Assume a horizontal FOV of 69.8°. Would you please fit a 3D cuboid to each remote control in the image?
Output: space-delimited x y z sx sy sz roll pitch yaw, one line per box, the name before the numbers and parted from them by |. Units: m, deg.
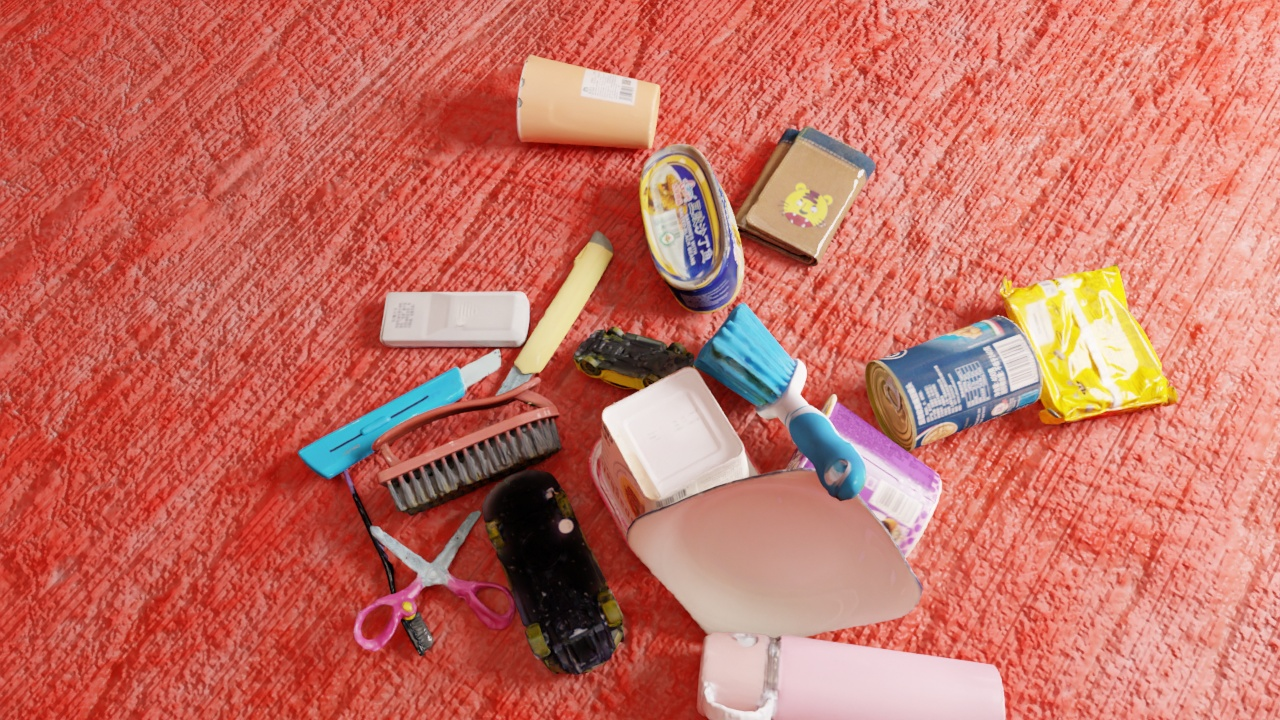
remote control | -0.159 -0.036 0.790 0.125 0.024 0.049 -1 65 4

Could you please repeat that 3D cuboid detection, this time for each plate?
plate | 0.090 0.129 0.620 0.164 0.164 0.034 -21 34 26

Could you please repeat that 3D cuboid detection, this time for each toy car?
toy car | -0.066 0.156 0.687 0.070 0.042 0.158 -23 67 -6
toy car | -0.004 0.004 0.747 0.105 0.032 0.048 14 45 28

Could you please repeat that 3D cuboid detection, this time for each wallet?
wallet | 0.144 -0.148 0.815 0.090 0.033 0.115 28 74 14

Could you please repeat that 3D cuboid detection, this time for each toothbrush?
toothbrush | -0.204 0.144 0.719 0.016 0.014 0.189 -25 66 -15

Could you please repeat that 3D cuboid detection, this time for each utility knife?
utility knife | -0.072 -0.038 0.787 0.031 0.019 0.183 23 63 18
utility knife | -0.191 0.041 0.756 0.182 0.018 0.034 -32 66 -18

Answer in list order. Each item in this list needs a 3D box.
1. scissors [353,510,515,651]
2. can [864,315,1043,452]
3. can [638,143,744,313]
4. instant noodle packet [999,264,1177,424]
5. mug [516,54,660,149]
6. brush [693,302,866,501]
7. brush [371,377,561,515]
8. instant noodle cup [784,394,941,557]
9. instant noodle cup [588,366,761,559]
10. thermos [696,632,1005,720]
scissors | -0.156 0.168 0.694 0.134 0.017 0.133 30 58 7
can | 0.241 0.017 0.709 0.111 0.075 0.075 -20 66 -5
can | 0.042 -0.114 0.786 0.075 0.049 0.148 -17 63 14
instant noodle packet | 0.351 -0.015 0.732 0.110 0.044 0.128 -10 69 -7
mug | -0.046 -0.233 0.845 0.123 0.078 0.078 8 67 3
brush | 0.088 0.019 0.610 0.109 0.314 0.060 41 98 2
brush | -0.134 0.064 0.722 0.145 0.063 0.069 -22 79 -7
instant noodle cup | 0.155 0.096 0.669 0.099 0.112 0.111 29 71 6
instant noodle cup | 0.025 0.073 0.672 0.116 0.124 0.116 -27 67 -9
thermos | 0.138 0.229 0.617 0.199 0.087 0.067 7 100 5
